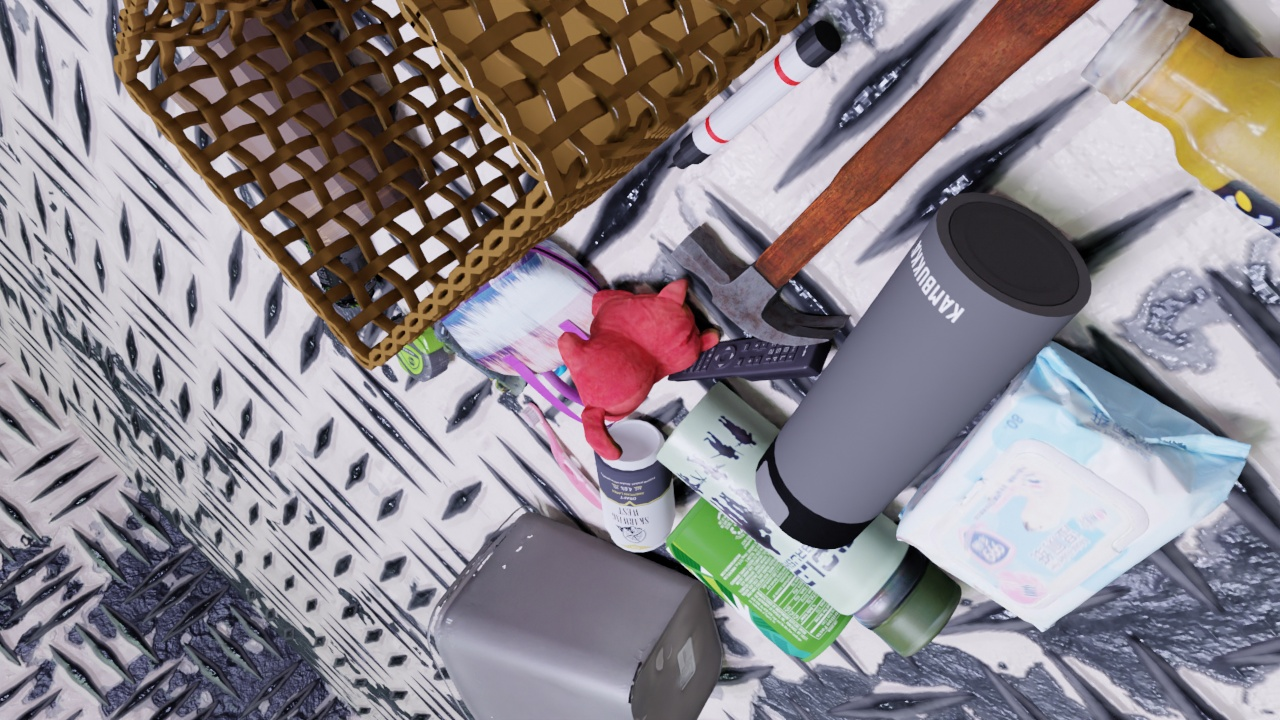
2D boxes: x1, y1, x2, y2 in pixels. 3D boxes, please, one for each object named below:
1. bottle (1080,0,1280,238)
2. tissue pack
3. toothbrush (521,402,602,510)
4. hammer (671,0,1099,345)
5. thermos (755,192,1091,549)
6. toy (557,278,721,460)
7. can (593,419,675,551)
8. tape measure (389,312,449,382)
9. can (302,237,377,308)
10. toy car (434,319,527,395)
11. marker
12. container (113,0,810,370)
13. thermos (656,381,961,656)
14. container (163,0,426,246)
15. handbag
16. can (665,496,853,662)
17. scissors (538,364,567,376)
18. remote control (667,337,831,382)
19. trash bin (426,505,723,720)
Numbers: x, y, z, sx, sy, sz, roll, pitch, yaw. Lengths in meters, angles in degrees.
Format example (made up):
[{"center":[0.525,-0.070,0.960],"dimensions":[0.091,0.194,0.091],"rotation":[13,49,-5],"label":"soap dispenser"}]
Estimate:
[{"center":[0.263,-0.075,0.360],"dimensions":[0.186,0.053,0.053],"rotation":[39,144,9],"label":"bottle"},{"center":[0.233,0.075,0.522],"dimensions":[0.112,0.069,0.182],"rotation":[36,143,14],"label":"tissue pack"},{"center":[-0.073,0.098,0.896],"dimensions":[0.022,0.016,0.135],"rotation":[-17,111,51],"label":"toothbrush"},{"center":[0.124,-0.100,0.497],"dimensions":[0.111,0.028,0.302],"rotation":[45,144,2],"label":"hammer"},{"center":[0.146,0.020,0.531],"dimensions":[0.082,0.082,0.241],"rotation":[37,140,11],"label":"thermos"},{"center":[-0.004,0.004,0.648],"dimensions":[0.094,0.132,0.088],"rotation":[-8,138,34],"label":"toy"},{"center":[-0.003,0.114,0.801],"dimensions":[0.064,0.064,0.127],"rotation":[23,139,28],"label":"can"},{"center":[-0.219,-0.011,0.920],"dimensions":[0.066,0.035,0.059],"rotation":[26,131,31],"label":"tape measure"},{"center":[-0.292,-0.117,0.873],"dimensions":[0.054,0.053,0.138],"rotation":[22,138,30],"label":"can"},{"center":[-0.143,-0.011,0.845],"dimensions":[0.105,0.032,0.048],"rotation":[36,142,6],"label":"toy car"},{"center":[0.058,-0.144,0.526],"dimensions":[0.019,0.019,0.146],"rotation":[51,144,-7],"label":"marker"},{"center":[-0.100,-0.171,0.490],"dimensions":[0.219,0.213,0.252],"rotation":[51,144,-8],"label":"container"},{"center":[0.123,0.117,0.671],"dimensions":[0.231,0.082,0.083],"rotation":[39,144,8],"label":"thermos"},{"center":[-0.263,-0.181,0.727],"dimensions":[0.132,0.131,0.167],"rotation":[-11,123,49],"label":"container"},{"center":[-0.072,-0.013,0.748],"dimensions":[0.145,0.067,0.170],"rotation":[-28,114,33],"label":"handbag"},{"center":[0.098,0.164,0.732],"dimensions":[0.144,0.082,0.083],"rotation":[40,144,8],"label":"can"},{"center":[-0.122,-0.028,0.801],"dimensions":[0.135,0.015,0.066],"rotation":[23,135,5],"label":"scissors"},{"center":[0.073,0.001,0.644],"dimensions":[0.015,0.032,0.137],"rotation":[42,151,-29],"label":"remote control"},{"center":[-0.054,0.287,0.928],"dimensions":[0.220,0.196,0.197],"rotation":[9,131,31],"label":"trash bin"}]
